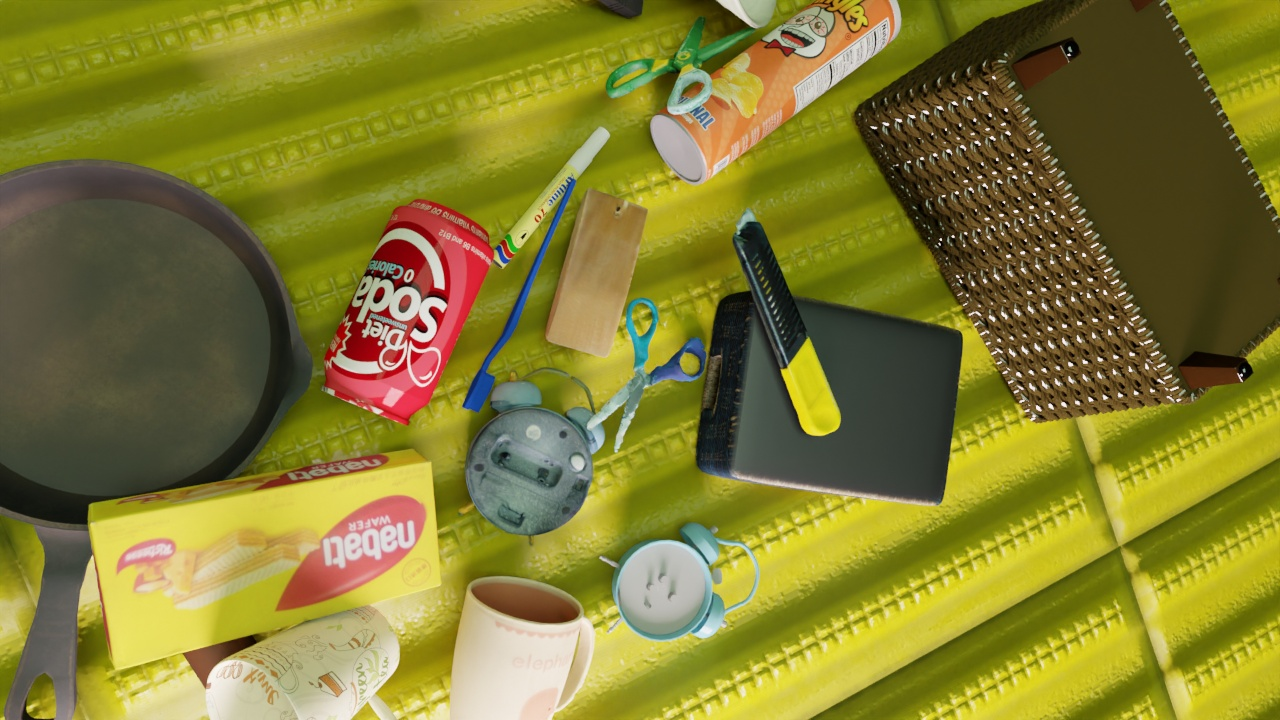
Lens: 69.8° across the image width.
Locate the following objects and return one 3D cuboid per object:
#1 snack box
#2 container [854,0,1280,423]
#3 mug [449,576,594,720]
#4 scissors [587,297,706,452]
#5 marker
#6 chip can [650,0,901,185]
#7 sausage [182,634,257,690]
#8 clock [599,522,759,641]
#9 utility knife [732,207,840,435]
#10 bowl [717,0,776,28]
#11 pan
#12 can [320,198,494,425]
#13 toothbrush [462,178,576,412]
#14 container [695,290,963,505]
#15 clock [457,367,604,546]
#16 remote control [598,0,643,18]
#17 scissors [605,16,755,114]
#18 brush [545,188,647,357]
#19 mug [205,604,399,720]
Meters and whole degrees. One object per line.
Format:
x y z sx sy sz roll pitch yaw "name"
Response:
-0.230 0.120 0.584 0.200 0.042 0.092 -8 102 -30 "snack box"
0.358 -0.125 0.713 0.176 0.205 0.321 -35 98 -15 "container"
-0.080 0.215 0.644 0.111 0.085 0.104 10 95 -45 "mug"
0.010 0.021 0.684 0.086 0.016 0.134 33 57 -20 "scissors"
-0.067 -0.123 0.685 0.014 0.014 0.132 40 78 -12 "marker"
0.107 -0.221 0.715 0.210 0.062 0.062 -38 99 -14 "chip can"
-0.248 0.238 0.609 0.040 0.040 0.155 -31 97 -15 "sausage"
0.034 0.168 0.693 0.123 0.042 0.087 -6 90 -15 "clock"
0.102 -0.027 0.655 0.028 0.020 0.171 -23 95 -16 "utility knife"
0.053 -0.334 0.681 0.058 0.176 0.176 -2 88 24 "bowl"
-0.347 0.055 0.580 0.248 0.043 0.356 9 87 -17 "pan"
-0.157 -0.033 0.624 0.074 0.074 0.142 25 81 -15 "can"
-0.085 -0.048 0.672 0.011 0.016 0.186 27 84 -22 "toothbrush"
0.149 0.031 0.716 0.187 0.071 0.145 10 86 -16 "container"
-0.077 0.065 0.658 0.088 0.052 0.124 26 81 -13 "clock"
-0.044 -0.302 0.663 0.133 0.013 0.058 10 85 -47 "remote control"
0.037 -0.222 0.689 0.128 0.119 0.012 -27 138 -7 "scissors"
-0.034 -0.063 0.680 0.049 0.039 0.117 16 83 -16 "brush"
-0.195 0.217 0.582 0.081 0.097 0.122 -43 83 29 "mug"
